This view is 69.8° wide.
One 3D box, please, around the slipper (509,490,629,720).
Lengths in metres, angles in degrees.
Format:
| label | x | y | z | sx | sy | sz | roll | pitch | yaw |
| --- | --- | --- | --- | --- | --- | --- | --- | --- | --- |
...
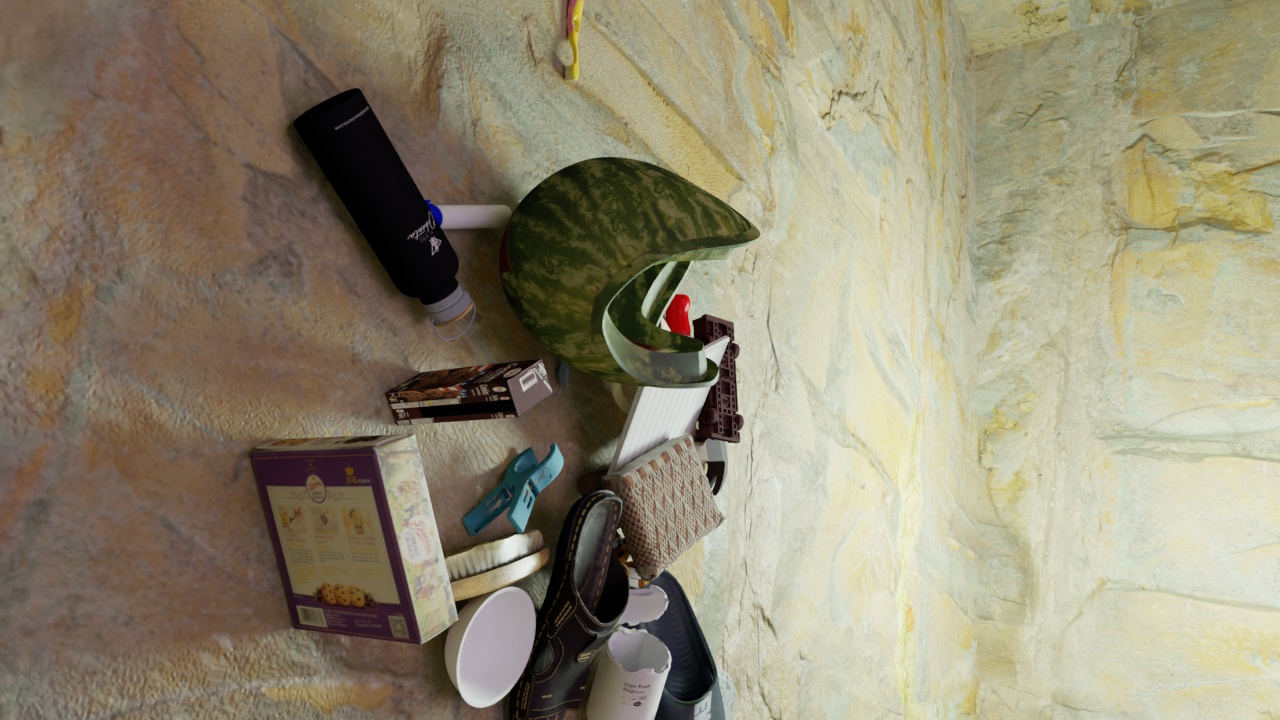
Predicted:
| label | x | y | z | sx | sy | sz | roll | pitch | yaw |
| --- | --- | --- | --- | --- | --- | --- | --- | --- | --- |
| slipper | -0.060 | 0.265 | 0.928 | 0.113 | 0.076 | 0.267 | 25 | 80 | -57 |

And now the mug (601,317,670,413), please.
| label | x | y | z | sx | sy | sz | roll | pitch | yaw |
| --- | --- | --- | --- | --- | --- | --- | --- | --- | --- |
| mug | -0.006 | 0.006 | 1.071 | 0.100 | 0.096 | 0.120 | 57 | 40 | -53 |

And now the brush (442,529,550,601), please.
| label | x | y | z | sx | sy | sz | roll | pitch | yaw |
| --- | --- | --- | --- | --- | --- | --- | --- | --- | --- |
| brush | -0.148 | 0.191 | 0.851 | 0.195 | 0.059 | 0.043 | -3 | 79 | -61 |

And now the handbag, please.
| label | x | y | z | sx | sy | sz | roll | pitch | yaw |
| --- | --- | --- | --- | --- | --- | --- | --- | --- | --- |
| handbag | 0.026 | 0.166 | 1.059 | 0.185 | 0.047 | 0.124 | -21 | 92 | -59 |

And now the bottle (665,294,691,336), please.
| label | x | y | z | sx | sy | sz | roll | pitch | yaw |
| --- | --- | --- | --- | --- | --- | --- | --- | --- | --- |
| bottle | 0.050 | -0.027 | 1.222 | 0.036 | 0.036 | 0.119 | 8 | 79 | -57 |

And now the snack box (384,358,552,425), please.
| label | x | y | z | sx | sy | sz | roll | pitch | yaw |
| --- | --- | --- | --- | --- | --- | --- | --- | --- | --- |
| snack box | -0.150 | 0.028 | 0.796 | 0.050 | 0.141 | 0.032 | -38 | 116 | -54 |

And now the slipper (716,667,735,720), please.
| label | x | y | z | sx | sy | sz | roll | pitch | yaw |
| --- | --- | --- | --- | --- | --- | --- | --- | --- | --- |
| slipper | 0.073 | 0.417 | 1.177 | 0.268 | 0.055 | 0.098 | 37 | 52 | -51 |

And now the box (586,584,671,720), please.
| label | x | y | z | sx | sy | sz | roll | pitch | yaw |
| --- | --- | --- | --- | --- | --- | --- | --- | --- | --- |
| box | -0.010 | 0.323 | 0.991 | 0.092 | 0.083 | 0.166 | -106 | -151 | -66 |

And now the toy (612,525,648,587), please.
| label | x | y | z | sx | sy | sz | roll | pitch | yaw |
| --- | --- | --- | --- | --- | --- | --- | --- | --- | --- |
| toy | -0.038 | 0.215 | 1.019 | 0.087 | 0.067 | 0.113 | -38 | 131 | -37 |

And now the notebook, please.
| label | x | y | z | sx | sy | sz | roll | pitch | yaw |
| --- | --- | --- | --- | --- | --- | --- | --- | --- | --- |
| notebook | 0.035 | 0.055 | 1.088 | 0.209 | 0.009 | 0.143 | -25 | 140 | -56 |

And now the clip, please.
| label | x | y | z | sx | sy | sz | roll | pitch | yaw |
| --- | --- | --- | --- | --- | --- | --- | --- | --- | --- |
| clip | -0.132 | 0.129 | 0.917 | 0.126 | 0.114 | 0.028 | -47 | 125 | -42 |

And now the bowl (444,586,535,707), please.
| label | x | y | z | sx | sy | sz | roll | pitch | yaw |
| --- | --- | --- | --- | --- | --- | --- | --- | --- | --- |
| bowl | -0.148 | 0.260 | 0.853 | 0.109 | 0.041 | 0.110 | -21 | 115 | -55 |

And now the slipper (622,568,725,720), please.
| label | x | y | z | sx | sy | sz | roll | pitch | yaw |
| --- | --- | --- | --- | --- | --- | --- | --- | --- | --- |
| slipper | 0.052 | 0.368 | 1.064 | 0.110 | 0.084 | 0.268 | -6 | 76 | -36 |

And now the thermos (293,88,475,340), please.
| label | x | y | z | sx | sy | sz | roll | pitch | yaw |
| --- | --- | --- | --- | --- | --- | --- | --- | --- | --- |
| thermos | -0.210 | -0.117 | 0.800 | 0.231 | 0.061 | 0.061 | 64 | 38 | -30 |

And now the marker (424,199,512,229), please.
| label | x | y | z | sx | sy | sz | roll | pitch | yaw |
| --- | --- | --- | --- | --- | --- | --- | --- | --- | --- |
| marker | -0.176 | -0.141 | 0.893 | 0.132 | 0.023 | 0.027 | -16 | 77 | -58 |

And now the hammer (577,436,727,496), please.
| label | x | y | z | sx | sy | sz | roll | pitch | yaw |
| --- | --- | --- | --- | --- | --- | --- | --- | --- | --- |
| hammer | 0.026 | 0.133 | 1.165 | 0.322 | 0.033 | 0.115 | -6 | 87 | -57 |

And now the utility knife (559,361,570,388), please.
| label | x | y | z | sx | sy | sz | roll | pitch | yaw |
| --- | --- | --- | --- | --- | --- | --- | --- | --- | --- |
| utility knife | -0.071 | -0.064 | 1.058 | 0.031 | 0.015 | 0.205 | 35 | 58 | -45 |

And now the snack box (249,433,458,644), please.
| label | x | y | z | sx | sy | sz | roll | pitch | yaw |
| --- | --- | --- | --- | --- | --- | --- | --- | --- | --- |
| snack box | -0.214 | 0.129 | 0.677 | 0.040 | 0.144 | 0.148 | -23 | 105 | -55 |

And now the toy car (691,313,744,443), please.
| label | x | y | z | sx | sy | sz | roll | pitch | yaw |
| --- | --- | --- | --- | --- | --- | --- | --- | --- | --- |
| toy car | 0.094 | 0.028 | 1.240 | 0.070 | 0.062 | 0.169 | 14 | 66 | -39 |

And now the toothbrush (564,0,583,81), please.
| label | x | y | z | sx | sy | sz | roll | pitch | yaw |
| --- | --- | --- | --- | --- | --- | --- | --- | --- | --- |
| toothbrush | -0.079 | -0.393 | 1.097 | 0.021 | 0.016 | 0.135 | 24 | 63 | -52 |

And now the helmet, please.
| label | x | y | z | sx | sy | sz | roll | pitch | yaw |
| --- | --- | --- | --- | --- | --- | --- | --- | --- | --- |
| helmet | -0.023 | -0.096 | 0.934 | 0.243 | 0.247 | 0.214 | -1 | 120 | -24 |
